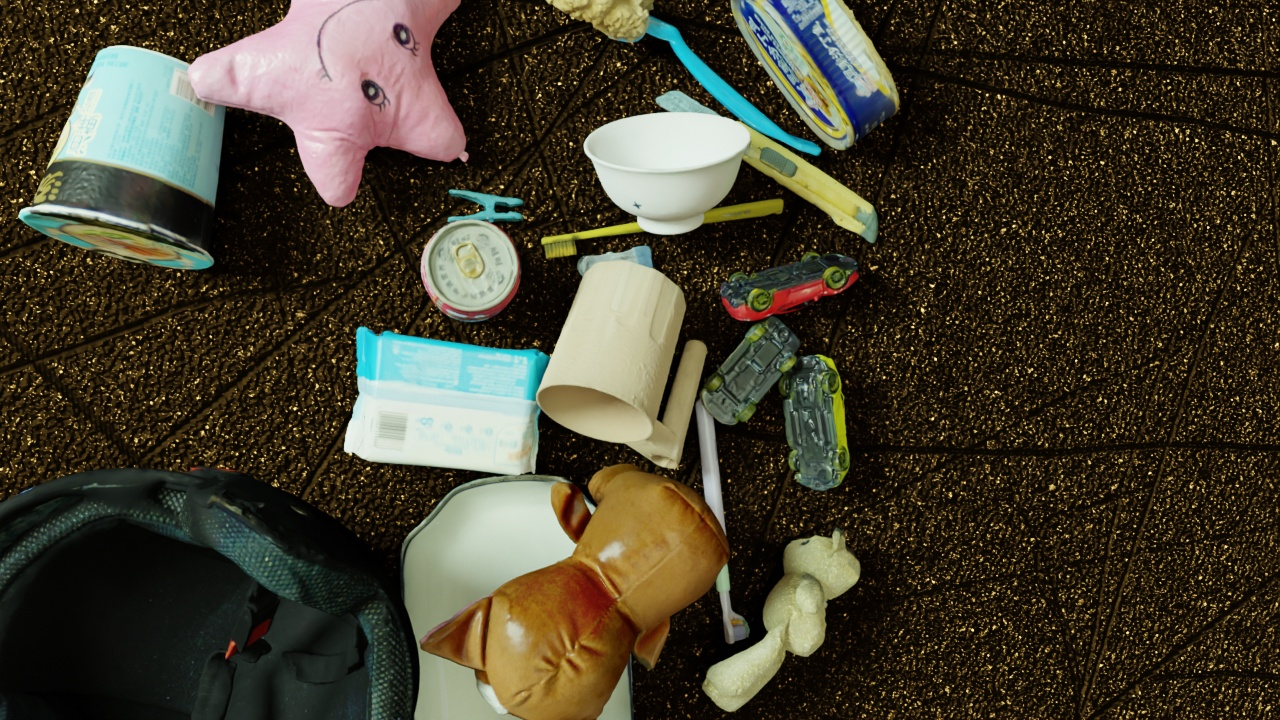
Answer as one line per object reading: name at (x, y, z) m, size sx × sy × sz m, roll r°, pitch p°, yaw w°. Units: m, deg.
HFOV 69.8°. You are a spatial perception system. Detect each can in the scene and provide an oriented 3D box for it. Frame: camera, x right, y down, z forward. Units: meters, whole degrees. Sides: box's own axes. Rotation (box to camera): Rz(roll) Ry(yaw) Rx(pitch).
can at (-0.117, -0.061, 0.637) m, size 0.066 × 0.094 × 0.066 m, roll 0°, pitch 90°, yaw -10°
can at (0.131, -0.232, 0.692) m, size 0.049 × 0.074 × 0.148 m, roll -39°, pitch 97°, yaw -5°

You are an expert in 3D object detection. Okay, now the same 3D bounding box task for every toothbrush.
toothbrush at (0.019, -0.101, 0.702) m, size 0.190 × 0.016 × 0.016 m, roll -11°, pitch 97°, yaw -10°
toothbrush at (0.061, 0.122, 0.708) m, size 0.021 × 0.029 × 0.189 m, roll -8°, pitch 91°, yaw 27°

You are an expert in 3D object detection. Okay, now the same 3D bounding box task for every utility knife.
utility knife at (0.103, -0.155, 0.720) m, size 0.207 × 0.021 × 0.031 m, roll 29°, pitch 79°, yaw -5°

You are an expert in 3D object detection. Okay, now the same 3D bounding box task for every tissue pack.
tissue pack at (-0.134, 0.029, 0.650) m, size 0.140 × 0.063 × 0.090 m, roll 7°, pitch 91°, yaw -10°

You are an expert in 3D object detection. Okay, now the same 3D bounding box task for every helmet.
helmet at (-0.265, 0.184, 0.545) m, size 0.275 × 0.230 × 0.233 m, roll 25°, pitch 77°, yaw 0°

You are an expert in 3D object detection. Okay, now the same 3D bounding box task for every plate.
plate at (-0.089, 0.215, 0.674) m, size 0.162 × 0.034 × 0.265 m, roll -5°, pitch 91°, yaw -10°

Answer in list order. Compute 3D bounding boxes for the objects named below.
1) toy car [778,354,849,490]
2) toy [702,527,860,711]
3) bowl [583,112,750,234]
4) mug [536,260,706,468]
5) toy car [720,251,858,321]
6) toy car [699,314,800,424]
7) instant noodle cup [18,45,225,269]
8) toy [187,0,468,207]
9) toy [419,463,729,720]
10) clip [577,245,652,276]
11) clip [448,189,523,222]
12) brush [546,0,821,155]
toy car at (0.138, 0.047, 0.710) m, size 0.032 × 0.048 × 0.105 m, roll -7°, pitch 91°, yaw -43°
toy at (0.106, 0.194, 0.686) m, size 0.066 × 0.105 × 0.157 m, roll 31°, pitch 62°, yaw 32°
bowl at (0.020, -0.131, 0.668) m, size 0.118 × 0.118 × 0.065 m, roll -10°, pitch 124°, yaw -10°
mug at (-0.004, 0.004, 0.656) m, size 0.124 × 0.084 × 0.103 m, roll 36°, pitch 58°, yaw -32°
toy car at (0.115, -0.057, 0.701) m, size 0.106 × 0.049 × 0.031 m, roll -18°, pitch 117°, yaw -8°
toy car at (0.082, 0.009, 0.702) m, size 0.042 × 0.035 × 0.090 m, roll 42°, pitch 78°, yaw -6°
instant noodle cup at (-0.326, -0.133, 0.600) m, size 0.111 × 0.111 × 0.120 m, roll 10°, pitch 79°, yaw -10°
toy at (-0.186, -0.204, 0.635) m, size 0.178 × 0.075 × 0.194 m, roll 38°, pitch 71°, yaw -28°
toy at (-0.037, 0.159, 0.608) m, size 0.140 × 0.131 × 0.199 m, roll 48°, pitch 60°, yaw -5°
clip at (-0.019, -0.073, 0.693) m, size 0.057 × 0.033 × 0.025 m, roll -5°, pitch 93°, yaw -13°
clip at (-0.114, -0.112, 0.679) m, size 0.056 × 0.014 × 0.040 m, roll 3°, pitch 90°, yaw -9°
brush at (0.032, -0.224, 0.684) m, size 0.254 × 0.083 × 0.046 m, roll 31°, pitch 108°, yaw -17°
